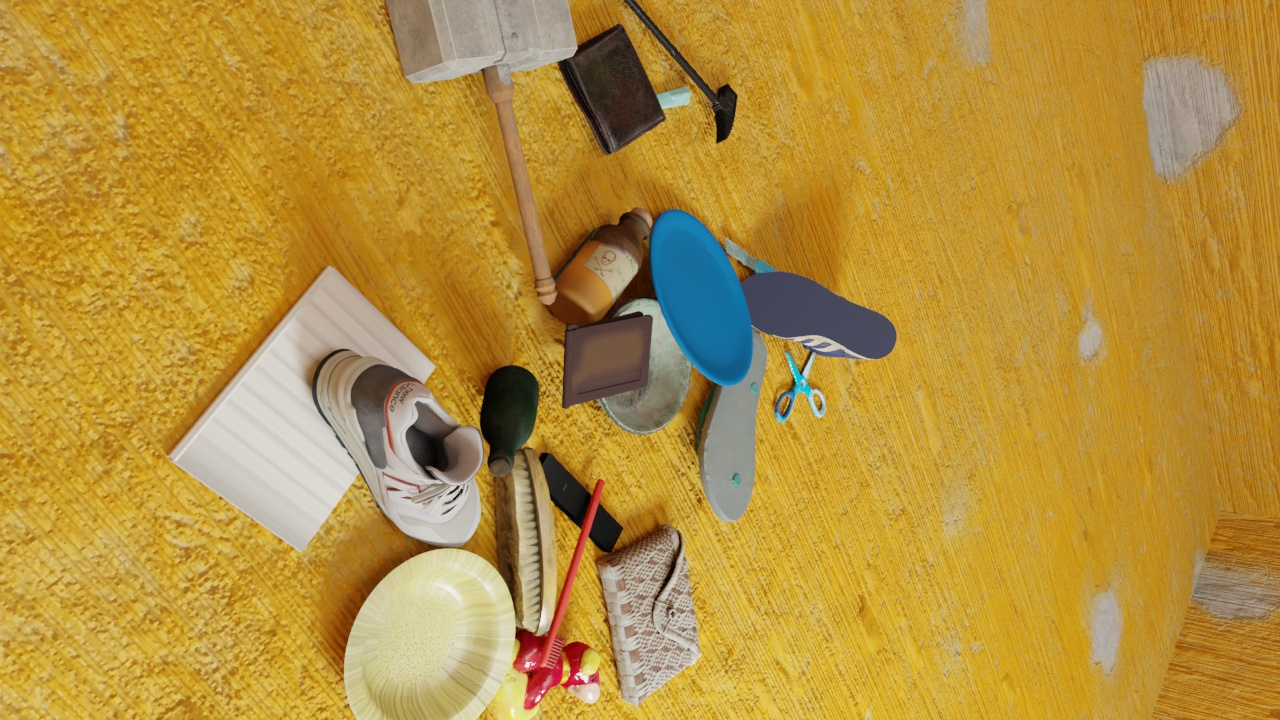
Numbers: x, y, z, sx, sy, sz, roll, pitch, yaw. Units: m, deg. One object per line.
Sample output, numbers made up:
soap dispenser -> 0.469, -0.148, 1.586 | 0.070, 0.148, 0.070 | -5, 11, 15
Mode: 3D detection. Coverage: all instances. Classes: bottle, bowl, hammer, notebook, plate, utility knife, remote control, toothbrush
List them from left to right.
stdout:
notebook -> -0.287, 0.041, 0.807 | 0.142, 0.009, 0.209 | 50, 58, -34
plate -> -0.205, 0.270, 0.876 | 0.184, 0.036, 0.184 | -2, 92, -45
bottle -> -0.126, 0.061, 0.862 | 0.055, 0.174, 0.055 | -1, 112, -3
hammer -> -0.125, -0.209, 0.906 | 0.162, 0.083, 0.318 | -24, 108, -42
remote control -> -0.070, 0.160, 1.023 | 0.150, 0.013, 0.034 | 51, 54, -33
toothbrush -> -0.067, 0.225, 0.984 | 0.018, 0.012, 0.212 | 27, 59, -17
bottle -> -0.037, -0.108, 1.009 | 0.156, 0.068, 0.068 | -55, 126, -29
bowl -> -0.006, 0.006, 1.063 | 0.157, 0.039, 0.157 | -2, 93, -45
utility knife -> 0.006, -0.302, 1.081 | 0.165, 0.015, 0.022 | -27, 97, -42
hammer -> 0.013, -0.387, 1.076 | 0.325, 0.015, 0.094 | 39, 47, -36
plate -> 0.069, -0.074, 1.110 | 0.224, 0.024, 0.223 | 34, 45, -44
utility knife -> 0.179, -0.117, 1.261 | 0.221, 0.015, 0.031 | 28, 70, -45

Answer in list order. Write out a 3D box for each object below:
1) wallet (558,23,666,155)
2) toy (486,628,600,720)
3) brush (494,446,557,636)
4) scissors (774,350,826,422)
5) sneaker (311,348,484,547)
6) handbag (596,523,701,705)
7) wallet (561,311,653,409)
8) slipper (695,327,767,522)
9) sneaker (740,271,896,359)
wallet -> -0.031, -0.303, 1.030 | 0.099, 0.031, 0.120 | -41, 111, -32
toy -> -0.106, 0.324, 0.968 | 0.137, 0.067, 0.105 | 2, 88, -33
brush -> -0.118, 0.187, 0.944 | 0.043, 0.059, 0.195 | -5, 91, -34
scissors -> 0.229, 0.045, 1.320 | 0.139, 0.011, 0.134 | -50, 126, -33
sneaker -> -0.187, 0.093, 0.816 | 0.088, 0.124, 0.240 | -53, 131, -30
handbag -> 0.016, 0.300, 1.091 | 0.123, 0.047, 0.186 | -19, 105, -42
wallet -> -0.036, -0.003, 0.977 | 0.115, 0.018, 0.092 | -15, 118, -42
slipper -> 0.107, 0.075, 1.181 | 0.098, 0.055, 0.268 | 33, 58, -38
sneaker -> 0.227, -0.062, 1.280 | 0.233, 0.118, 0.091 | 15, 91, -9
